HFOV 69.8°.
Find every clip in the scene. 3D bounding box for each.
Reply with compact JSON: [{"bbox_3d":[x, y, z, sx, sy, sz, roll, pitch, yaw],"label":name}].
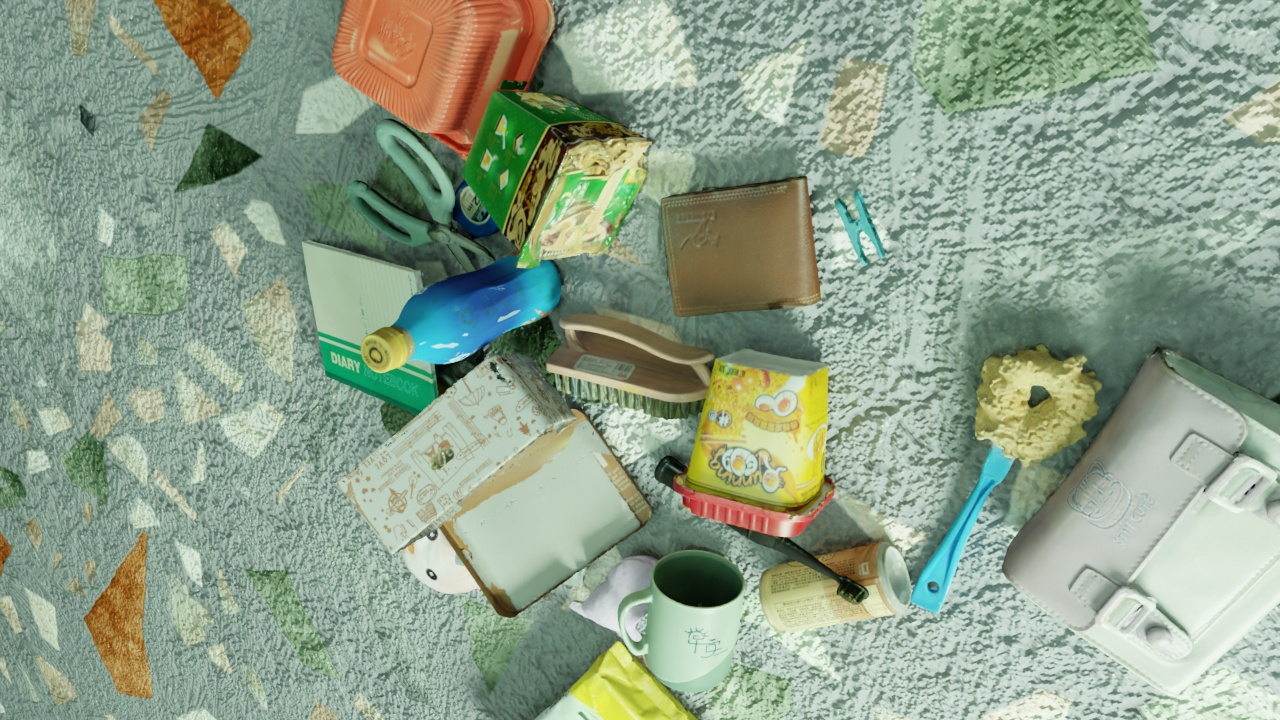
[{"bbox_3d":[0.164,-0.099,0.688,0.045,0.014,0.057,-23,97,30],"label":"clip"}]

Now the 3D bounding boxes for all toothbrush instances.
[{"bbox_3d":[0.098,0.142,0.774,0.213,0.027,0.026,30,127,32],"label":"toothbrush"}]

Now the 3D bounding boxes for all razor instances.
[{"bbox_3d":[-0.176,0.062,0.901,0.068,0.062,0.168,32,131,48],"label":"razor"}]

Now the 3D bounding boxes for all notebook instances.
[{"bbox_3d":[-0.264,-0.031,0.896,0.209,0.012,0.150,16,118,41],"label":"notebook"}]

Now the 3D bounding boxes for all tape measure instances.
[{"bbox_3d":[-0.143,-0.138,0.822,0.054,0.025,0.058,45,129,3],"label":"tape measure"}]

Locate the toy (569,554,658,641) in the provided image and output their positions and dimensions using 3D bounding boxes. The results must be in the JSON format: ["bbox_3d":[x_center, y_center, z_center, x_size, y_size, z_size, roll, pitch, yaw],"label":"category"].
[{"bbox_3d":[-0.010,0.230,0.888,0.084,0.038,0.108,33,118,-8],"label":"toy"}]

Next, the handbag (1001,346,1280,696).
[{"bbox_3d":[0.361,0.110,0.625,0.145,0.098,0.197,34,120,18],"label":"handbag"}]

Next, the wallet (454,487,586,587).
[{"bbox_3d":[-0.113,0.162,0.894,0.130,0.037,0.107,9,103,7],"label":"wallet"}]

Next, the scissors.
[{"bbox_3d":[-0.212,-0.141,0.836,0.181,0.019,0.170,6,138,38],"label":"scissors"}]

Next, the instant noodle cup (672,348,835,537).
[{"bbox_3d":[0.098,0.060,0.733,0.116,0.115,0.124,11,102,23],"label":"instant noodle cup"}]

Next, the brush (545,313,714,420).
[{"bbox_3d":[-0.005,0.005,0.785,0.146,0.063,0.073,14,125,21],"label":"brush"}]

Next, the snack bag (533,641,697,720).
[{"bbox_3d":[-0.035,0.408,0.952,0.158,0.068,0.247,43,122,5],"label":"snack bag"}]

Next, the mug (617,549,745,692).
[{"bbox_3d":[0.034,0.239,0.832,0.111,0.082,0.106,0,117,-12],"label":"mug"}]

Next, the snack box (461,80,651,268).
[{"bbox_3d":[-0.074,-0.154,0.740,0.105,0.118,0.118,42,122,21],"label":"snack box"}]

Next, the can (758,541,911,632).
[{"bbox_3d":[0.163,0.192,0.774,0.117,0.058,0.058,-21,99,31],"label":"can"}]

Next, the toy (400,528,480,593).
[{"bbox_3d":[-0.184,0.193,0.957,0.159,0.054,0.121,10,114,15],"label":"toy"}]

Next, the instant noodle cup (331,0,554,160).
[{"bbox_3d":[-0.177,-0.266,0.760,0.189,0.078,0.165,34,121,10],"label":"instant noodle cup"}]

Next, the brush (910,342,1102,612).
[{"bbox_3d":[0.265,0.097,0.702,0.083,0.045,0.255,23,122,14],"label":"brush"}]

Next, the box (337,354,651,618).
[{"bbox_3d":[-0.119,0.118,0.794,0.181,0.157,0.197,-36,87,5],"label":"box"}]

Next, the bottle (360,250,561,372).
[{"bbox_3d":[-0.142,-0.039,0.746,0.065,0.218,0.065,9,111,23],"label":"bottle"}]

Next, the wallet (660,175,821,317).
[{"bbox_3d":[0.078,-0.089,0.727,0.125,0.032,0.101,-3,105,27],"label":"wallet"}]
